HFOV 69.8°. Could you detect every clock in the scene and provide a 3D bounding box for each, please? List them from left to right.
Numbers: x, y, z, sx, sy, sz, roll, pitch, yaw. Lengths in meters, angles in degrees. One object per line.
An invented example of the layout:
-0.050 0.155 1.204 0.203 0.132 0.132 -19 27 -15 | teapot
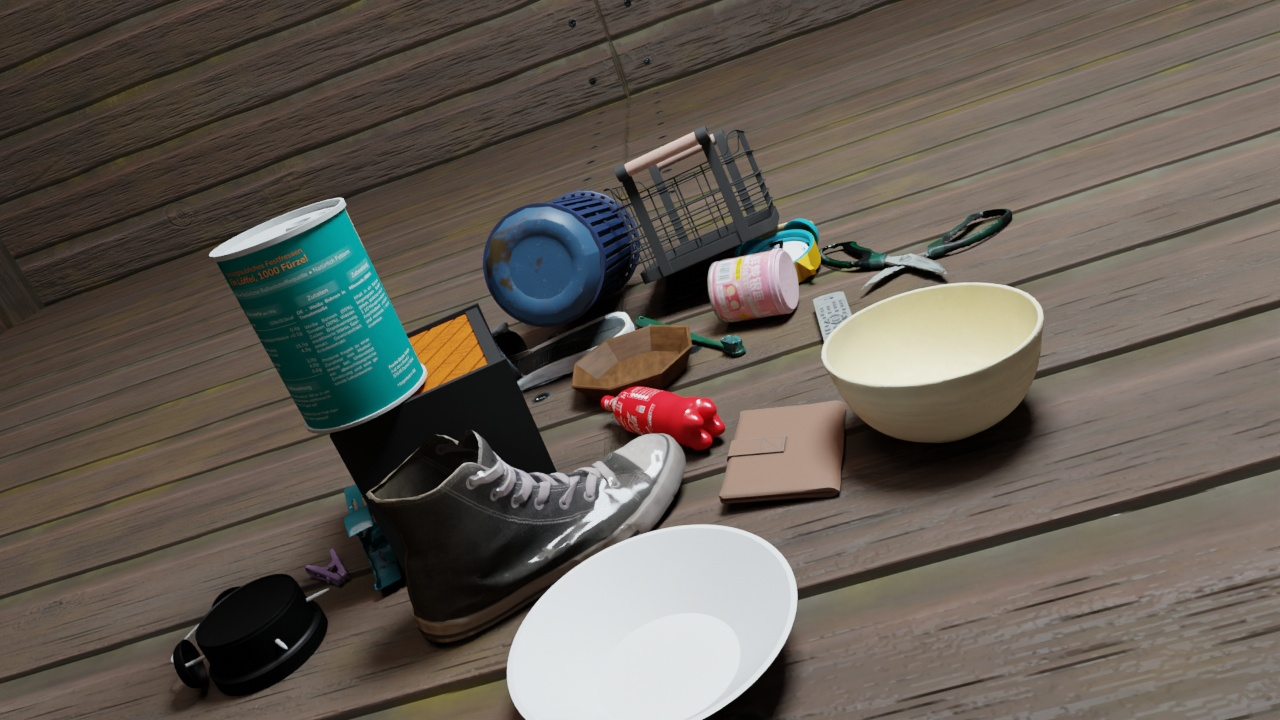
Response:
-0.300 0.207 0.697 0.121 0.042 0.091 -13 24 19 | clock
0.156 -0.119 1.036 0.099 0.044 0.129 -21 31 12 | clock

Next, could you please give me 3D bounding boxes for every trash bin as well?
-0.165 0.061 0.781 0.139 0.140 0.172 -24 23 -8 | trash bin
-0.085 -0.119 1.043 0.139 0.139 0.249 -16 9 11 | trash bin

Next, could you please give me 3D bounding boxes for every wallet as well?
0.110 0.068 0.697 0.087 0.013 0.120 -7 26 19 | wallet

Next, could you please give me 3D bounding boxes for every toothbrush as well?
0.047 -0.030 0.962 0.016 0.017 0.190 -32 26 -23 | toothbrush

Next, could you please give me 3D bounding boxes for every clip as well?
-0.259 0.175 0.773 0.050 0.013 0.029 10 39 46 | clip
-0.215 0.158 0.762 0.030 0.120 0.130 -30 1 -13 | clip

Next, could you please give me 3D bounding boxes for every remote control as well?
0.184 -0.032 0.856 0.033 0.013 0.136 -16 23 11 | remote control

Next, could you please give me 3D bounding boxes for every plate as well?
-0.005 0.005 0.917 0.131 0.025 0.131 -18 23 8 | plate
0.010 0.165 0.535 0.174 0.036 0.173 -18 23 8 | plate

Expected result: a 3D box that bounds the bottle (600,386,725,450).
0.013 0.046 0.791 0.041 0.042 0.142 -35 27 -31 | bottle

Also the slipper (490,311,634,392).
-0.136 -0.007 1.014 0.264 0.063 0.111 -17 23 1 | slipper

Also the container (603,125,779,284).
0.064 -0.194 1.091 0.163 0.130 0.241 -22 9 14 | container

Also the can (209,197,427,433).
-0.234 -0.033 0.679 0.099 0.144 0.099 -17 23 8 | can

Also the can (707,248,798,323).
0.117 -0.076 0.942 0.076 0.067 0.067 -8 26 28 | can

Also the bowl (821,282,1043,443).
0.213 0.010 0.659 0.151 0.075 0.150 -17 23 7 | bowl

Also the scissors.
0.291 -0.123 0.969 0.205 0.015 0.202 -24 22 -11 | scissors

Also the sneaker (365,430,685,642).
-0.075 0.091 0.669 0.234 0.120 0.095 -25 23 -18 | sneaker
